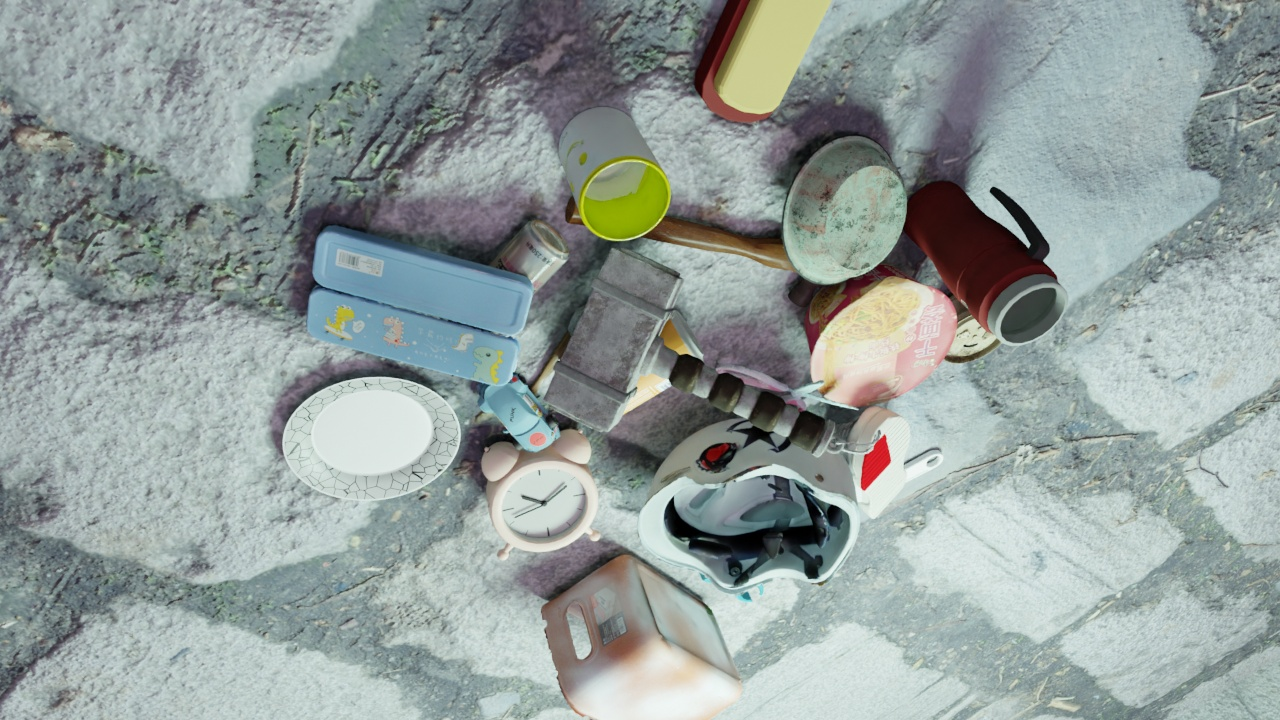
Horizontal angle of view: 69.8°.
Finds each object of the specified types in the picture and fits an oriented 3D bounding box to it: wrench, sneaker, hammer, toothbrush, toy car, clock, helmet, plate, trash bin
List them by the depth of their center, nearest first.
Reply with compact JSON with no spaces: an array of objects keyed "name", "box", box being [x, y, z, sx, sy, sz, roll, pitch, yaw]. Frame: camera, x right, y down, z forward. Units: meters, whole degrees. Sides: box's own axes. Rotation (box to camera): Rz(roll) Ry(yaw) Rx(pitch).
[{"name":"hammer","box":[0.078,0.028,0.920,0.326,0.079,0.177,26,97,5]},{"name":"hammer","box":[0.077,-0.128,0.958,0.322,0.033,0.116,8,128,-24]},{"name":"toothbrush","box":[-0.093,-0.001,1.020,0.016,0.016,0.167,21,120,-31]},{"name":"plate","box":[-0.298,0.086,1.024,0.188,0.016,0.189,-10,132,-11]},{"name":"toy car","box":[-0.136,0.062,1.025,0.060,0.027,0.108,-33,109,11]},{"name":"clock","box":[0.403,-0.058,1.114,0.093,0.054,0.141,-5,138,-15]},{"name":"clock","box":[-0.122,0.158,1.117,0.131,0.086,0.161,-10,123,-10]},{"name":"helmet","box":[0.131,0.160,1.136,0.264,0.163,0.237,-6,132,12]},{"name":"sneaker","box":[0.278,0.114,1.180,0.090,0.104,0.237,-45,149,-9]},{"name":"trash bin","box":[0.010,0.413,1.305,0.157,0.181,0.259,-37,130,12]},{"name":"wrench","box":[0.316,0.201,1.336,0.273,0.018,0.066,-29,133,6]}]

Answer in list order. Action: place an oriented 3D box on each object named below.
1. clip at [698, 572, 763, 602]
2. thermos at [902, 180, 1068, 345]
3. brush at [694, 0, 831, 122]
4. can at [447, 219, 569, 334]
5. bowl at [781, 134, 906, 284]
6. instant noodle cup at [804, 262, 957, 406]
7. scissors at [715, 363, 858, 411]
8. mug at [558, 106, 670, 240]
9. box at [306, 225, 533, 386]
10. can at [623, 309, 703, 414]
[{"name":"clip","box":[0.156,0.323,1.382,0.104,0.027,0.120,-30,132,11]},{"name":"thermos","box":[0.358,-0.115,0.950,0.084,0.198,0.108,12,124,-28]},{"name":"brush","box":[0.116,-0.293,0.818,0.082,0.041,0.174,9,126,-26]},{"name":"can","box":[-0.132,-0.076,0.914,0.054,0.054,0.136,31,114,-37]},{"name":"bowl","box":[0.219,-0.149,0.943,0.157,0.038,0.158,-13,116,-27]},{"name":"instant noodle cup","box":[0.268,-0.037,1.071,0.178,0.077,0.179,-9,131,-10]},{"name":"scissors","box":[0.164,0.034,1.084,0.173,0.013,0.171,23,166,-7]},{"name":"mug","box":[-0.026,-0.171,0.832,0.082,0.106,0.083,-10,132,-11]},{"name":"box","box":[-0.214,-0.047,0.886,0.209,0.020,0.126,15,117,-8]},{"name":"can","box":[-0.006,0.006,1.012,0.142,0.079,0.079,-31,132,9]}]
